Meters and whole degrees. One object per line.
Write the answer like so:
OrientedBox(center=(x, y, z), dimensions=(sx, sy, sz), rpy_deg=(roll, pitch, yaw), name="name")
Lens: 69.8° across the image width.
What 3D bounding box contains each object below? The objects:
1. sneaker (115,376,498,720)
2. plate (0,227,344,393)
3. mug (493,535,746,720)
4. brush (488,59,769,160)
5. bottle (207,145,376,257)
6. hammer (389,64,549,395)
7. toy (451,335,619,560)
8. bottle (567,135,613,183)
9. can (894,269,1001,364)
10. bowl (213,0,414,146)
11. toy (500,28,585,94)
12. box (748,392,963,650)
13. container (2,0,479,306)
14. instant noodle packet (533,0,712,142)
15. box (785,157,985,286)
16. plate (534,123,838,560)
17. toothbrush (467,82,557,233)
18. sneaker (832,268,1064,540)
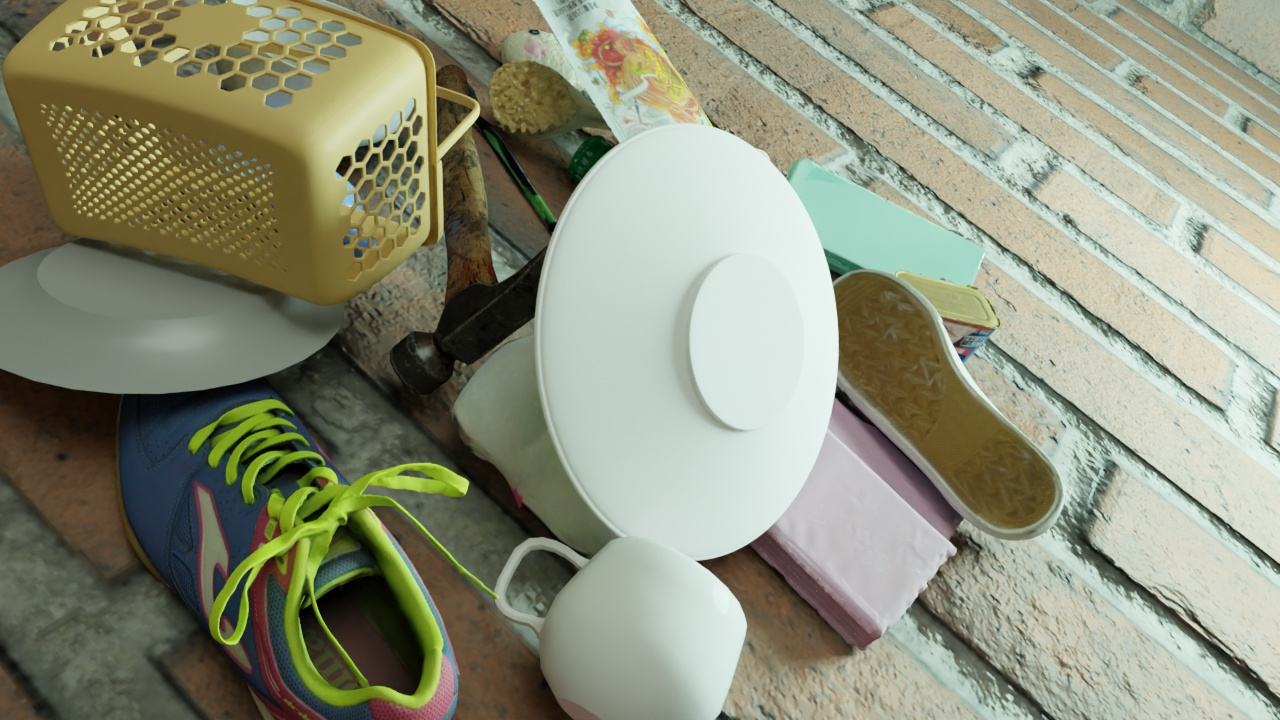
OrientedBox(center=(-0.152, 0.064, 0.402), dimensions=(0.116, 0.091, 0.242), rpy_deg=(-23, 62, -39), name="sneaker")
OrientedBox(center=(-0.239, -0.038, 0.463), dimensions=(0.173, 0.019, 0.172), rpy_deg=(9, 29, -5), name="plate")
OrientedBox(center=(-0.016, 0.126, 0.426), dimensions=(0.124, 0.090, 0.076), rpy_deg=(25, 57, 20), name="mug")
OrientedBox(center=(-0.001, -0.192, 0.771), dimensions=(0.271, 0.062, 0.077), rpy_deg=(8, 23, -29), name="brush")
OrientedBox(center=(-0.202, -0.097, 0.564), dimensions=(0.131, 0.048, 0.047), rpy_deg=(38, 42, 9), name="bottle")
OrientedBox(center=(-0.111, -0.120, 0.601), dimensions=(0.033, 0.120, 0.329), rpy_deg=(44, 18, -39), name="hammer")
OrientedBox(center=(-0.003, 0.003, 0.516), dimensions=(0.137, 0.086, 0.208), rpy_deg=(33, 65, 9), name="toy")
OrientedBox(center=(-0.004, -0.129, 0.713), dimensions=(0.110, 0.043, 0.042), rpy_deg=(37, 42, 7), name="bottle")
OrientedBox(center=(0.232, -0.031, 0.739), dimensions=(0.099, 0.059, 0.053), rpy_deg=(10, 45, -22), name="can")
OrientedBox(center=(-0.221, -0.192, 0.628), dimensions=(0.131, 0.065, 0.131), rpy_deg=(20, 34, -14), name="bowl")
OrientedBox(center=(-0.078, -0.255, 0.794), dimensions=(0.087, 0.050, 0.112), rpy_deg=(4, 43, -27), name="toy")
OrientedBox(center=(0.104, 0.049, 0.595), dimensions=(0.233, 0.055, 0.179), rpy_deg=(43, 42, 14), name="box")
OrientedBox(center=(-0.196, -0.129, 0.483), dimensions=(0.183, 0.129, 0.166), rpy_deg=(16, 42, 7), name="container")
OrientedBox(center=(0.029, -0.170, 0.699), dimensions=(0.269, 0.057, 0.146), rpy_deg=(56, 35, 5), name="instant noodle packet")
OrientedBox(center=(0.195, -0.098, 0.809), dimensions=(0.188, 0.079, 0.077), rpy_deg=(23, 82, -8), name="box")
OrientedBox(center=(0.046, -0.010, 0.476), dimensions=(0.229, 0.030, 0.229), rpy_deg=(0, 90, -43), name="plate")
OrientedBox(center=(-0.104, -0.160, 0.709), dimensions=(0.017, 0.014, 0.188), rpy_deg=(-7, 53, -44), name="toothbrush")
OrientedBox(center=(0.207, 0.035, 0.658), dimensions=(0.235, 0.087, 0.079), rpy_deg=(59, 6, 33), name="sneaker")
